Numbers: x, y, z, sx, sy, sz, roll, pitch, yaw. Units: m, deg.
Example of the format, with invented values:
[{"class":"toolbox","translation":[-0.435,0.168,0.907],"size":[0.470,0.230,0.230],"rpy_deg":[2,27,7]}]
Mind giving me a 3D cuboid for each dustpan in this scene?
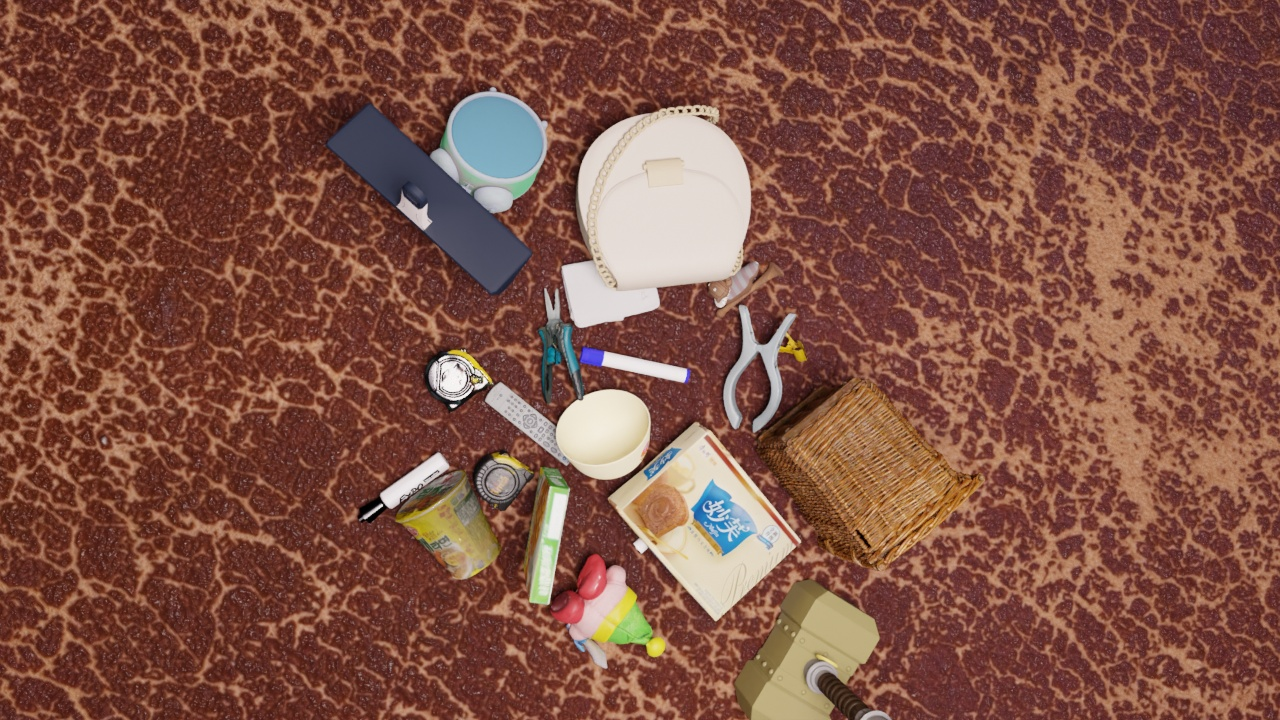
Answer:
[{"class":"dustpan","translation":[-0.237,-0.162,1.009],"size":[0.236,0.274,0.080],"rpy_deg":[42,69,-7]}]

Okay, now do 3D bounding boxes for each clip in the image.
[{"class":"clip","translation":[0.166,0.014,1.182],"size":[0.108,0.028,0.163],"rpy_deg":[8,96,18]},{"class":"clip","translation":[0.195,-0.015,1.208],"size":[0.046,0.053,0.035],"rpy_deg":[37,89,22]}]

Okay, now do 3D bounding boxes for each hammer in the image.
[{"class":"hammer","translation":[0.234,0.393,1.073],"size":[0.100,0.325,0.190],"rpy_deg":[32,86,-8]}]

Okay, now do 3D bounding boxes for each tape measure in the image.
[{"class":"tape measure","translation":[-0.178,0.148,1.150],"size":[0.062,0.038,0.067],"rpy_deg":[38,88,-16]},{"class":"tape measure","translation":[-0.230,0.021,1.137],"size":[0.071,0.042,0.072],"rpy_deg":[-36,100,-5]}]

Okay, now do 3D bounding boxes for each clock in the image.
[{"class":"clock","translation":[-0.188,-0.242,1.109],"size":[0.122,0.075,0.161],"rpy_deg":[32,66,-9]}]

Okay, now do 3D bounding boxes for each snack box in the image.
[{"class":"snack box","translation":[-0.114,0.203,1.094],"size":[0.027,0.168,0.132],"rpy_deg":[10,89,-10]},{"class":"snack box","translation":[0.083,0.204,1.167],"size":[0.153,0.055,0.207],"rpy_deg":[-41,107,-6]}]

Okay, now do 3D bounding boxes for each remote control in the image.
[{"class":"remote control","translation":[-0.137,0.080,1.166],"size":[0.136,0.013,0.033],"rpy_deg":[40,85,-8]}]

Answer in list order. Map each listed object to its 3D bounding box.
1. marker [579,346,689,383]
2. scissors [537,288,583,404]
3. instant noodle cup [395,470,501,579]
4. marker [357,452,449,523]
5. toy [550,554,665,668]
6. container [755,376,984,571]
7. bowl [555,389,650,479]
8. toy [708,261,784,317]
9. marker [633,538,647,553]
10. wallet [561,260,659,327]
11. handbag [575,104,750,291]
[{"class":"marker","translation":[-0.007,0.007,1.183],"size":[0.141,0.020,0.020],"rpy_deg":[12,89,-9]},{"class":"scissors","translation":[-0.105,-0.010,1.157],"size":[0.122,0.019,0.149],"rpy_deg":[34,108,21]},{"class":"instant noodle cup","translation":[-0.228,0.204,1.120],"size":[0.102,0.102,0.108],"rpy_deg":[-33,104,-7]},{"class":"marker","translation":[-0.295,0.160,1.137],"size":[0.126,0.025,0.025],"rpy_deg":[-36,96,-7]},{"class":"toy","translation":[-0.040,0.326,1.152],"size":[0.131,0.097,0.124],"rpy_deg":[37,91,-27]},{"class":"container","translation":[0.258,0.128,1.123],"size":[0.162,0.250,0.183],"rpy_deg":[-39,88,-7]},{"class":"bowl","translation":[-0.039,0.105,1.147],"size":[0.118,0.118,0.074],"rpy_deg":[-25,137,-8]},{"class":"toy","translation":[0.131,-0.102,1.193],"size":[0.102,0.041,0.055],"rpy_deg":[-38,119,1]},{"class":"marker","translation":[0.046,0.203,1.197],"size":[0.133,0.017,0.020],"rpy_deg":[-40,133,-7]},{"class":"wallet","translation":[-0.038,-0.091,1.173],"size":[0.116,0.032,0.086],"rpy_deg":[-9,81,-7]},{"class":"handbag","translation":[0.026,-0.196,1.140],"size":[0.210,0.103,0.208],"rpy_deg":[-7,90,-7]}]
